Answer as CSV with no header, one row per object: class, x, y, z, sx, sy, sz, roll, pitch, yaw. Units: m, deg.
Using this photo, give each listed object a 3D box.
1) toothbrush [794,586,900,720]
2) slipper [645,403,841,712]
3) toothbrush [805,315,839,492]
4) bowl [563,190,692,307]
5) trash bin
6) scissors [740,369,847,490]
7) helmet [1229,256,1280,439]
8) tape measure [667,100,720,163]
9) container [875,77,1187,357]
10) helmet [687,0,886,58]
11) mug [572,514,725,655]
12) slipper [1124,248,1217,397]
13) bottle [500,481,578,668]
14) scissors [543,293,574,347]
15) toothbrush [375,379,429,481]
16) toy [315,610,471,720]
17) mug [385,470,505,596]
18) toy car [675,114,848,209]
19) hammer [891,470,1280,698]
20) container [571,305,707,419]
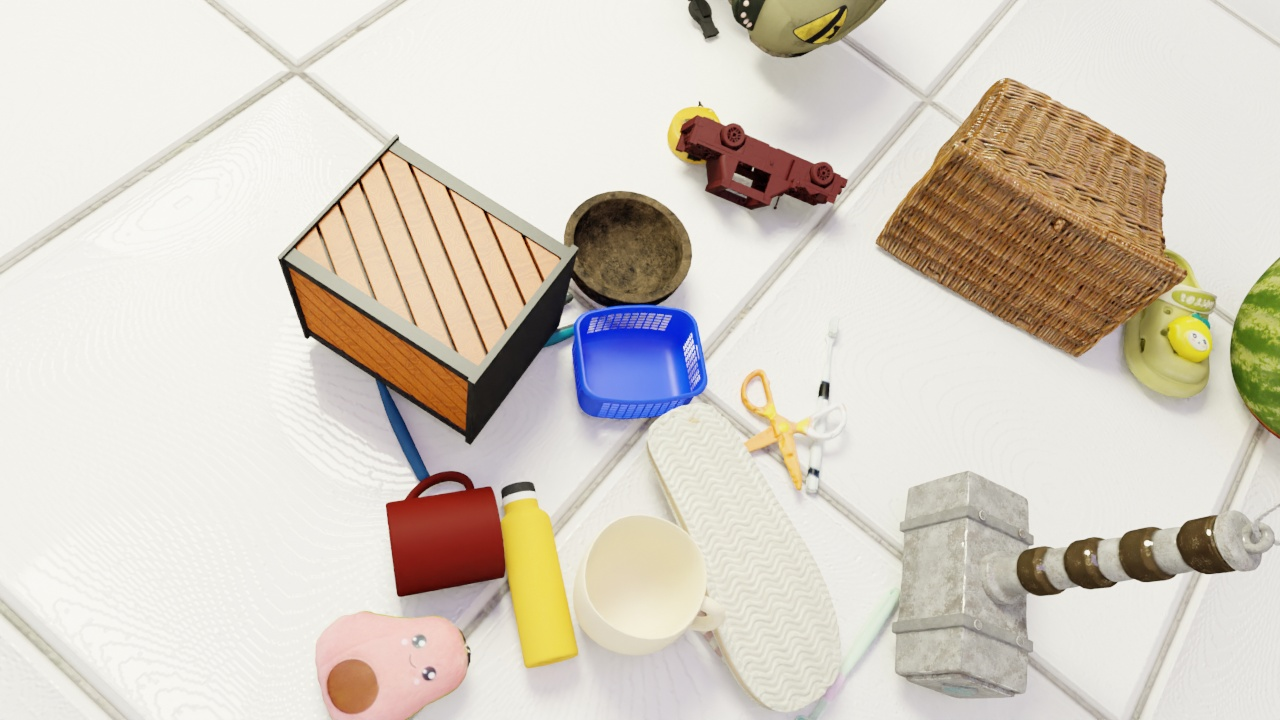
toothbrush,0.179,0.252,0.778,0.022,0.015,0.154,22,56,37
slipper,0.077,0.164,0.777,0.115,0.052,0.262,-19,75,-18
toothbrush,0.175,0.038,0.877,0.012,0.017,0.186,10,63,7
bowl,-0.017,-0.095,0.873,0.121,0.056,0.121,5,64,-11
trash bin,-0.169,-0.053,0.752,0.172,0.140,0.139,32,64,4
scissors,0.136,0.061,0.852,0.131,0.011,0.125,-10,64,-4
helmet,0.717,-0.017,0.904,0.213,0.247,0.243,31,103,-16
tape measure,0.059,-0.242,0.975,0.058,0.030,0.068,-10,67,-19
container,0.407,-0.162,0.949,0.250,0.163,0.182,30,58,1
helmet,0.152,-0.424,0.943,0.232,0.256,0.250,-19,72,-17
mug,0.006,0.186,0.721,0.120,0.100,0.096,22,60,0
slipper,0.576,-0.052,0.977,0.091,0.082,0.190,18,60,-7
bottle,-0.086,0.170,0.740,0.043,0.043,0.143,-8,67,-17
scissors,-0.112,-0.017,0.836,0.146,0.019,0.133,21,62,-4
toothbrush,-0.221,0.031,0.791,0.014,0.014,0.167,-22,72,-25
toy,-0.183,0.227,0.686,0.109,0.051,0.090,-14,70,-19
mug,-0.158,0.131,0.732,0.082,0.073,0.105,-7,44,-16
toy car,0.119,-0.190,0.935,0.169,0.070,0.062,19,90,-14
hammer,0.331,0.154,0.687,0.079,0.327,0.176,24,61,-21
container,-0.005,0.005,0.828,0.114,0.058,0.096,-3,66,-14
